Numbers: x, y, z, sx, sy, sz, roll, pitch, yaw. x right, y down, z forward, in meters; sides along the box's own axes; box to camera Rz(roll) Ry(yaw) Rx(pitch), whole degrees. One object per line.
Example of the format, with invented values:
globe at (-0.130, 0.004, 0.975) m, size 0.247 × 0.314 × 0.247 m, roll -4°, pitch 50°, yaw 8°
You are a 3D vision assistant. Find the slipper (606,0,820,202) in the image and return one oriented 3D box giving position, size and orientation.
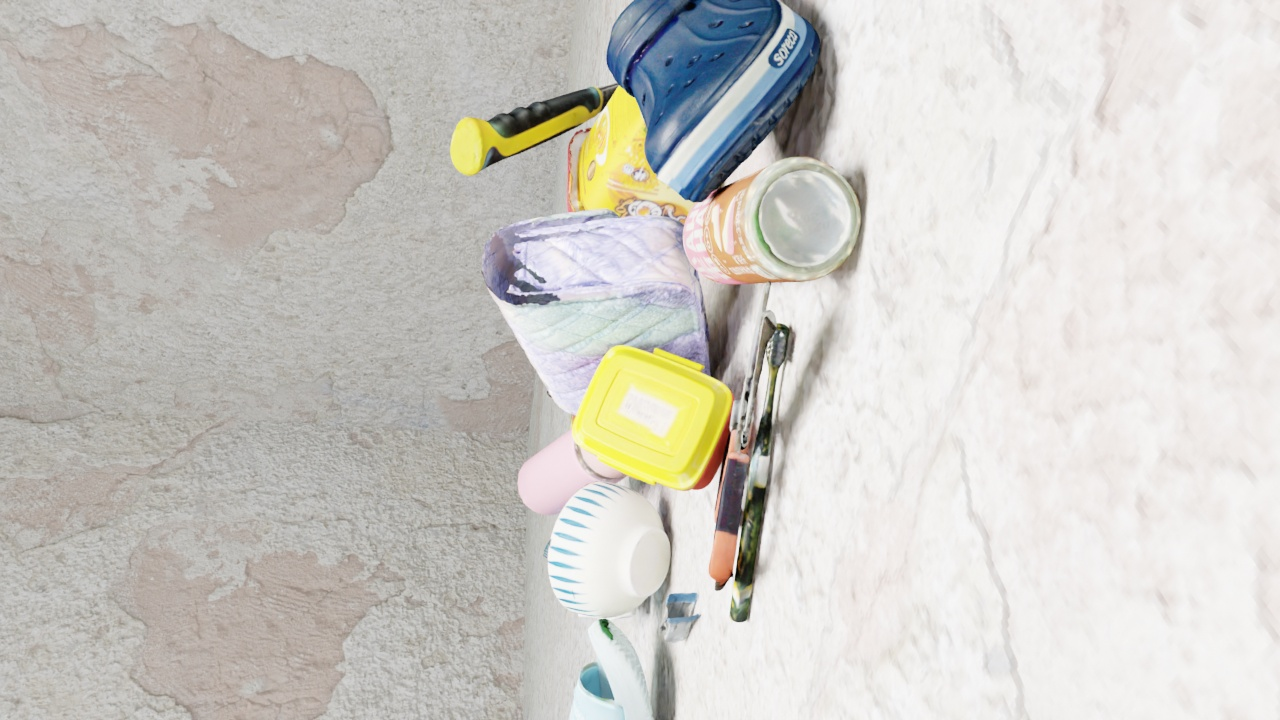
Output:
slipper at (0.033, -0.188, 0.545) m, size 0.105 × 0.095 × 0.252 m, roll -49°, pitch 20°, yaw 28°

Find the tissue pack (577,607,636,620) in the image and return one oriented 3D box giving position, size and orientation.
tissue pack at (-0.030, 0.202, 0.915) m, size 0.140 × 0.063 × 0.090 m, roll 127°, pitch 146°, yaw -84°

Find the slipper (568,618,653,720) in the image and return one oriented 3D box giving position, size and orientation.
slipper at (-0.028, 0.334, 0.766) m, size 0.104 × 0.074 × 0.245 m, roll -149°, pitch 54°, yaw -80°

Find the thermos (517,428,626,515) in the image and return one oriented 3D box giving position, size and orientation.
thermos at (-0.045, 0.091, 0.876) m, size 0.067 × 0.087 × 0.199 m, roll 61°, pitch 144°, yaw 7°

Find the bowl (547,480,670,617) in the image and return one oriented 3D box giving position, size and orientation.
bowl at (-0.017, 0.166, 0.788) m, size 0.066 × 0.116 × 0.116 m, roll 5°, pitch 92°, yaw 39°

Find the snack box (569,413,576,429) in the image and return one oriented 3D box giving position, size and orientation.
snack box at (-0.040, 0.029, 1.062) m, size 0.241 × 0.063 × 0.114 m, roll 107°, pitch 164°, yaw -54°

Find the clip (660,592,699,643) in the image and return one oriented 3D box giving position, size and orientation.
clip at (0.028, 0.198, 0.697) m, size 0.058 × 0.026 × 0.041 m, roll 105°, pitch 158°, yaw -50°

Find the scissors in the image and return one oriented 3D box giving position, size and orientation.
scissors at (0.054, 0.052, 0.500) m, size 0.205 × 0.015 × 0.197 m, roll 19°, pitch -100°, yaw -85°

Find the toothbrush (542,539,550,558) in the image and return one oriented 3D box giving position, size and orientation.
toothbrush at (-0.049, 0.126, 0.967) m, size 0.191 × 0.018 × 0.016 m, roll -59°, pitch 2°, yaw -13°

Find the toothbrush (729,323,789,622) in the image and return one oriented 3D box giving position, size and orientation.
toothbrush at (0.069, 0.070, 0.534) m, size 0.017 × 0.012 × 0.186 m, roll -69°, pitch -14°, yaw -75°

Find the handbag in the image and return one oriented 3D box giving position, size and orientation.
handbag at (-0.021, -0.027, 0.643) m, size 0.194 × 0.134 × 0.075 m, roll 74°, pitch -168°, yaw -62°

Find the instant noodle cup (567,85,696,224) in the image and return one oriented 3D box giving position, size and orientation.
instant noodle cup at (0.011, -0.160, 0.714) m, size 0.124 × 0.116 × 0.115 m, roll 126°, pitch 149°, yaw -52°

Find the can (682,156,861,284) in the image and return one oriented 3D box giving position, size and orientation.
can at (0.063, -0.070, 0.488) m, size 0.147 × 0.058 × 0.058 m, roll -155°, pitch 70°, yaw -80°

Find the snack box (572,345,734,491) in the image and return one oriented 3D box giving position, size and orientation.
snack box at (0.015, 0.041, 0.598) m, size 0.082 × 0.091 × 0.080 m, roll -66°, pitch -21°, yaw -8°

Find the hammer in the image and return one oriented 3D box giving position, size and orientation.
hammer at (-0.049, -0.215, 0.786) m, size 0.322 × 0.032 × 0.126 m, roll -41°, pitch -31°, yaw -50°
